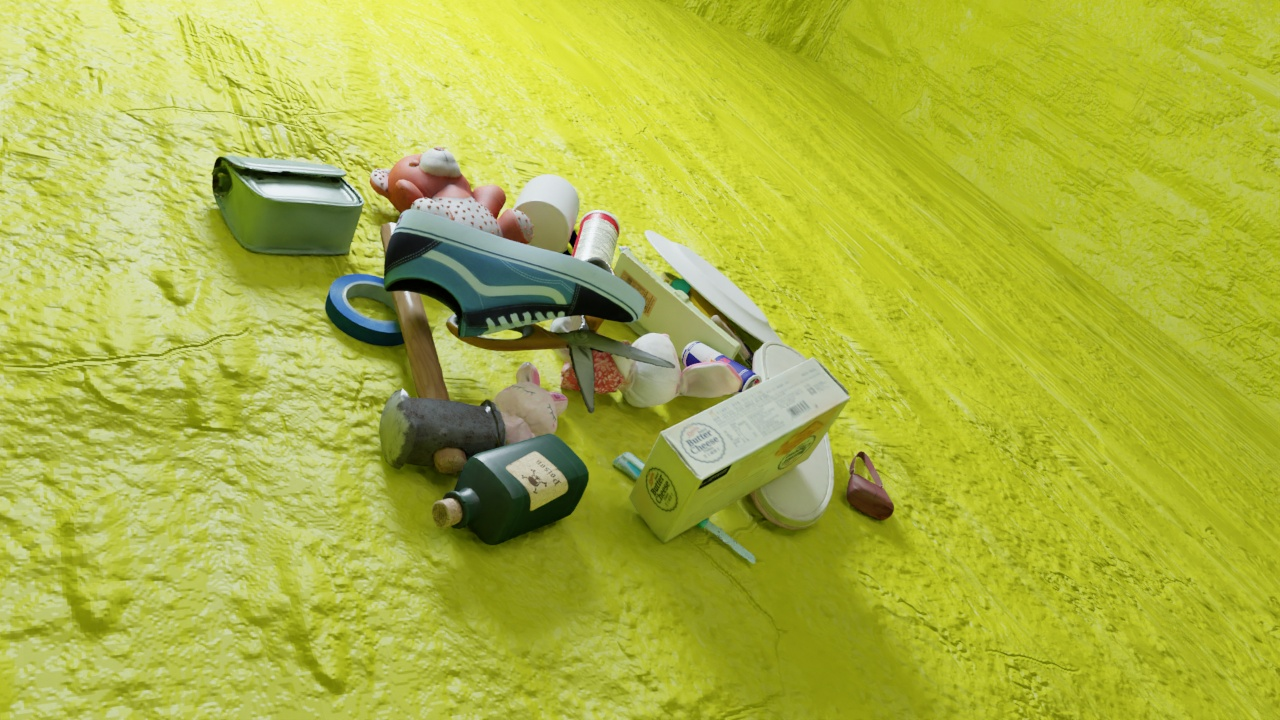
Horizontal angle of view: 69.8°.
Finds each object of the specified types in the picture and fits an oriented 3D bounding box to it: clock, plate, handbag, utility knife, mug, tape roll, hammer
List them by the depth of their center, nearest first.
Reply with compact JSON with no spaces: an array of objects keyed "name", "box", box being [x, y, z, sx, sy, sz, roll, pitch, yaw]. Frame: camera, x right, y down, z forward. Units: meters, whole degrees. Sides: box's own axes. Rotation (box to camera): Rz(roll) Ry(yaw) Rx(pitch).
[{"name":"hammer","box":[-0.205,-0.026,0.842,0.098,0.052,0.328,9,38,-34]},{"name":"utility knife","box":[0.042,0.139,0.861,0.162,0.015,0.022,38,42,14]},{"name":"tape roll","box":[-0.258,-0.050,0.890,0.091,0.016,0.093,-8,46,-48]},{"name":"handbag","box":[-0.356,-0.164,0.932,0.121,0.067,0.106,-5,43,-46]},{"name":"handbag","box":[0.259,0.136,1.056,0.055,0.029,0.119,29,23,-5]},{"name":"mug","box":[-0.112,-0.170,1.165,0.112,0.079,0.096,51,22,-22]},{"name":"clock","box":[0.074,-0.065,1.173,0.129,0.044,0.099,50,16,18]},{"name":"plate","box":[0.104,-0.098,1.215,0.242,0.016,0.242,38,13,-11]}]

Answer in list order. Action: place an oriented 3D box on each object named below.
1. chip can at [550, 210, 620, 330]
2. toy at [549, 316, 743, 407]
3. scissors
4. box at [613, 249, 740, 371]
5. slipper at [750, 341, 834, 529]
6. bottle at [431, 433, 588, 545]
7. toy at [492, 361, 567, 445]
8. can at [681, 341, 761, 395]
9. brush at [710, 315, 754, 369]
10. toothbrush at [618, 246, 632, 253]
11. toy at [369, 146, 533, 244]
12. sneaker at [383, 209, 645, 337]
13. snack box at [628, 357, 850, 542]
[{"name":"chip can","box":[-0.062,-0.100,1.077,0.052,0.052,0.214,23,38,-11]},{"name":"toy","box":[-0.006,0.006,0.958,0.194,0.084,0.159,16,-7,-15]},{"name":"scissors","box":[-0.078,-0.032,0.898,0.229,0.016,0.224,2,44,-7]},{"name":"box","box":[0.036,-0.037,1.093,0.188,0.128,0.066,42,76,18]},{"name":"slipper","box":[0.152,0.081,1.008,0.114,0.055,0.273,28,38,-12]},{"name":"bottle","box":[-0.108,0.106,0.729,0.061,0.061,0.131,42,31,25]},{"name":"toy","box":[-0.102,0.042,0.854,0.063,0.047,0.109,35,25,-7]},{"name":"can","box":[0.088,0.011,1.007,0.095,0.032,0.032,31,25,36]},{"name":"brush","box":[0.124,-0.013,1.113,0.151,0.012,0.039,43,16,-44]},{"name":"toothbrush","box":[0.000,-0.119,1.208,0.022,0.016,0.155,27,15,-29]},{"name":"toy","box":[-0.223,-0.183,1.058,0.163,0.093,0.172,-9,45,-47]},{"name":"sneaker","box":[-0.119,-0.054,0.852,0.241,0.083,0.098,17,75,-12]},{"name":"snack box","box":[0.094,0.080,0.853,0.207,0.104,0.057,-22,60,-36]}]
